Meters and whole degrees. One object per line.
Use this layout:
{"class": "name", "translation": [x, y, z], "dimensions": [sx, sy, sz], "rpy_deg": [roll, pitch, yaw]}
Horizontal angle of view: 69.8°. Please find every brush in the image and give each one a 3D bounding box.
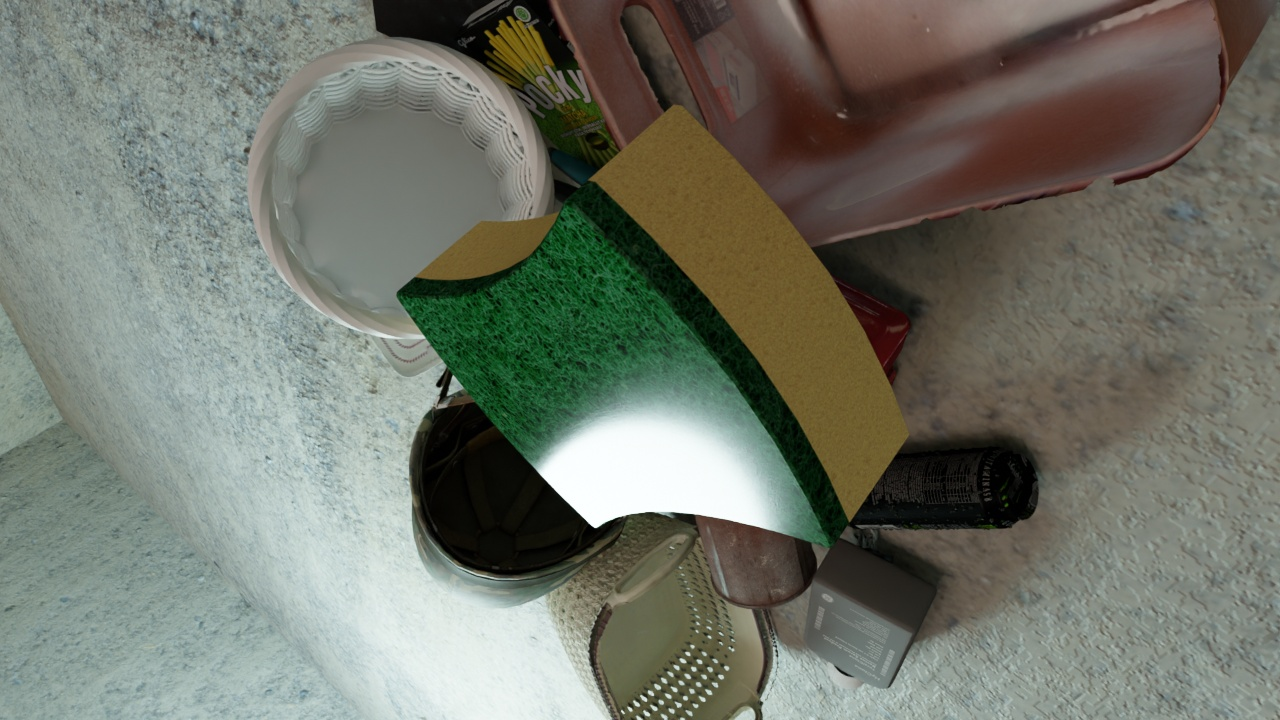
{"class": "brush", "translation": [-0.006, -0.001, 0.491], "dimensions": [0.195, 0.075, 0.251], "rpy_deg": [52, 151, -16]}

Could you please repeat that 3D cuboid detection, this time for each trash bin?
{"class": "trash bin", "translation": [0.112, -0.168, 0.395], "dimensions": [0.260, 0.157, 0.181], "rpy_deg": [-7, 117, 51]}

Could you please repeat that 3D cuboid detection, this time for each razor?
{"class": "razor", "translation": [0.154, 0.101, 0.701], "dimensions": [0.042, 0.022, 0.144], "rpy_deg": [1, 130, 46]}

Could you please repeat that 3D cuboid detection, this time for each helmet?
{"class": "helmet", "translation": [-0.098, 0.094, 0.786], "dimensions": [0.193, 0.223, 0.237], "rpy_deg": [30, 144, 4]}

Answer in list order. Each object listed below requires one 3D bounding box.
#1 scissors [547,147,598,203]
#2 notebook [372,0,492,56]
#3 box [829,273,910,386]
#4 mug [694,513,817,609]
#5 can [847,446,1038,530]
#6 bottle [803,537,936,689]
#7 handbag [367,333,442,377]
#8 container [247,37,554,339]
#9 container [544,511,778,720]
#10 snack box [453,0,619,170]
{"class": "scissors", "translation": [-0.013, -0.107, 0.669], "dimensions": [0.151, 0.019, 0.130], "rpy_deg": [8, 149, 36]}
{"class": "notebook", "translation": [-0.095, -0.254, 0.569], "dimensions": [0.169, 0.019, 0.232], "rpy_deg": [25, 156, 0]}
{"class": "box", "translation": [0.077, 0.009, 0.615], "dimensions": [0.157, 0.135, 0.117], "rpy_deg": [33, 155, 20]}
{"class": "mug", "translation": [0.085, 0.127, 0.760], "dimensions": [0.123, 0.096, 0.110], "rpy_deg": [-138, 33, -57]}
{"class": "can", "translation": [0.195, 0.089, 0.625], "dimensions": [0.138, 0.053, 0.054], "rpy_deg": [-13, 112, 51]}
{"class": "bottle", "translation": [0.181, 0.222, 0.756], "dimensions": [0.084, 0.046, 0.174], "rpy_deg": [25, 146, 23]}
{"class": "handbag", "translation": [-0.201, -0.100, 0.809], "dimensions": [0.198, 0.142, 0.096], "rpy_deg": [58, -175, -12]}
{"class": "container", "translation": [-0.173, -0.115, 0.668], "dimensions": [0.189, 0.189, 0.187], "rpy_deg": [59, 169, -13]}
{"class": "container", "translation": [0.019, 0.261, 0.872], "dimensions": [0.143, 0.184, 0.252], "rpy_deg": [20, 138, 51]}
{"class": "snack box", "translation": [-0.045, -0.179, 0.614], "dimensions": [0.080, 0.025, 0.147], "rpy_deg": [-3, 142, 48]}
